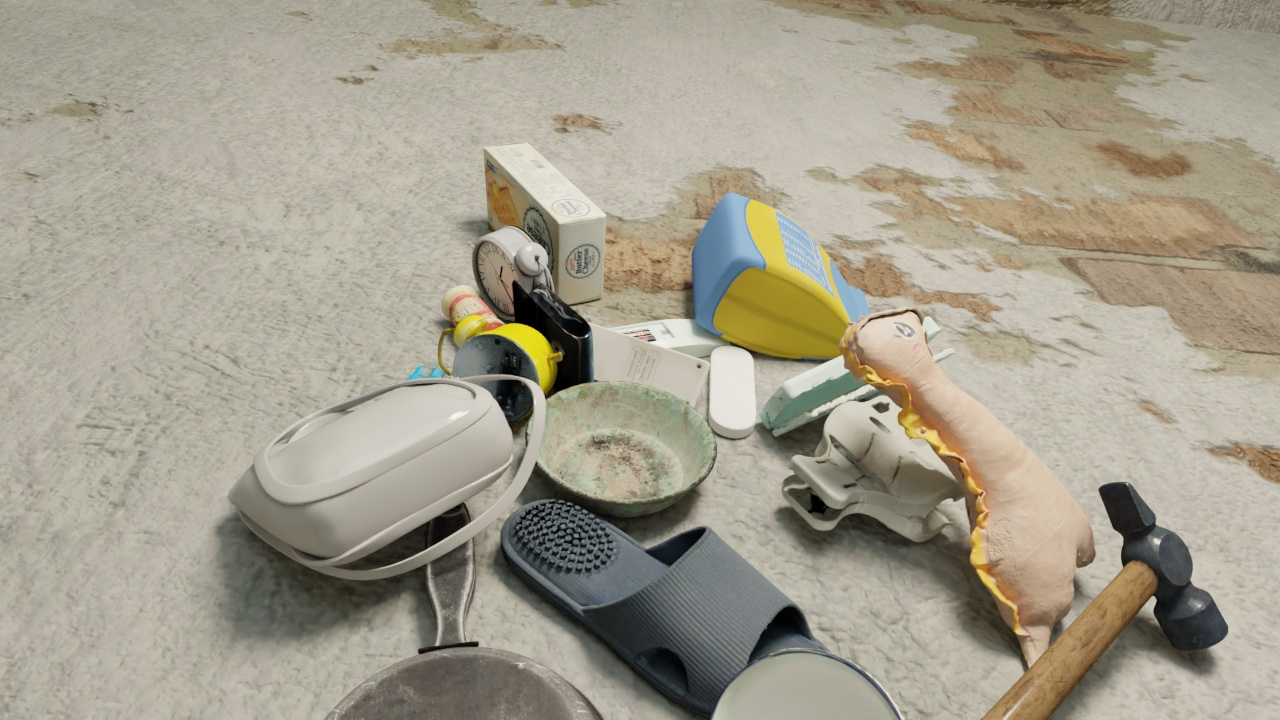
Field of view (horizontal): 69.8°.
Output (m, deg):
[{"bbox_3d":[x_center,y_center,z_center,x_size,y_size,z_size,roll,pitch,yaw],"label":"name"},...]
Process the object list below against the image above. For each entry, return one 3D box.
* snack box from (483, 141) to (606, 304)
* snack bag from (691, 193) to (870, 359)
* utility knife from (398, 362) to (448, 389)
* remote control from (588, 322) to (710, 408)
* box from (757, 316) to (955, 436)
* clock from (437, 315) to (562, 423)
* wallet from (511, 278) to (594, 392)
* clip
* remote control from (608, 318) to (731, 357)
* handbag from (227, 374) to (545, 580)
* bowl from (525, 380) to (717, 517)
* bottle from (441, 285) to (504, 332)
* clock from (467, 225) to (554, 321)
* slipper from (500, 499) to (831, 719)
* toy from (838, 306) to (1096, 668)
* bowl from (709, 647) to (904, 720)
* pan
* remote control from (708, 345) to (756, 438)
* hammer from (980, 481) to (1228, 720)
[{"bbox_3d":[-0.111,-0.157,1.032,0.057,0.104,0.208,-16,41,-25],"label":"snack box"},{"bbox_3d":[0.163,-0.074,0.979,0.205,0.102,0.158,22,32,-13],"label":"snack bag"},{"bbox_3d":[-0.211,0.049,0.794,0.031,0.015,0.178,7,35,9],"label":"utility knife"},{"bbox_3d":[-0.005,0.005,0.866,0.136,0.050,0.011,19,-1,17],"label":"remote control"},{"bbox_3d":[0.201,0.018,0.860,0.198,0.066,0.083,-21,3,-30],"label":"box"},{"bbox_3d":[-0.129,0.006,0.808,0.119,0.083,0.057,17,24,14],"label":"clock"},{"bbox_3d":[-0.078,-0.016,0.847,0.026,0.089,0.115,-23,45,-28],"label":"wallet"},{"bbox_3d":[0.187,0.102,0.761,0.152,0.097,0.126,-25,43,-21],"label":"clip"},{"bbox_3d":[0.019,-0.021,0.926,0.143,0.024,0.049,-10,38,-23],"label":"remote control"},{"bbox_3d":[-0.200,0.068,0.701,0.215,0.096,0.223,-28,23,-29],"label":"handbag"},{"bbox_3d":[-0.017,0.078,0.763,0.157,0.039,0.157,5,34,-3],"label":"bowl"},{"bbox_3d":[-0.158,-0.033,0.898,0.044,0.044,0.109,-15,39,-28],"label":"bottle"},{"bbox_3d":[-0.126,-0.085,0.927,0.035,0.095,0.123,-27,30,-34],"label":"clock"},{"bbox_3d":[0.012,0.152,0.626,0.264,0.083,0.101,24,40,24],"label":"slipper"},{"bbox_3d":[0.237,0.084,0.675,0.264,0.065,0.195,45,48,-6],"label":"toy"},{"bbox_3d":[0.103,0.228,0.528,0.118,0.118,0.062,33,0,32],"label":"bowl"},{"bbox_3d":[-0.116,0.186,0.562,0.187,0.055,0.356,-5,33,-10],"label":"pan"},{"bbox_3d":[0.087,0.028,0.878,0.043,0.013,0.136,7,34,0],"label":"remote control"},{"bbox_3d":[0.271,0.205,0.600,0.320,0.040,0.129,-29,89,-30],"label":"hammer"}]
